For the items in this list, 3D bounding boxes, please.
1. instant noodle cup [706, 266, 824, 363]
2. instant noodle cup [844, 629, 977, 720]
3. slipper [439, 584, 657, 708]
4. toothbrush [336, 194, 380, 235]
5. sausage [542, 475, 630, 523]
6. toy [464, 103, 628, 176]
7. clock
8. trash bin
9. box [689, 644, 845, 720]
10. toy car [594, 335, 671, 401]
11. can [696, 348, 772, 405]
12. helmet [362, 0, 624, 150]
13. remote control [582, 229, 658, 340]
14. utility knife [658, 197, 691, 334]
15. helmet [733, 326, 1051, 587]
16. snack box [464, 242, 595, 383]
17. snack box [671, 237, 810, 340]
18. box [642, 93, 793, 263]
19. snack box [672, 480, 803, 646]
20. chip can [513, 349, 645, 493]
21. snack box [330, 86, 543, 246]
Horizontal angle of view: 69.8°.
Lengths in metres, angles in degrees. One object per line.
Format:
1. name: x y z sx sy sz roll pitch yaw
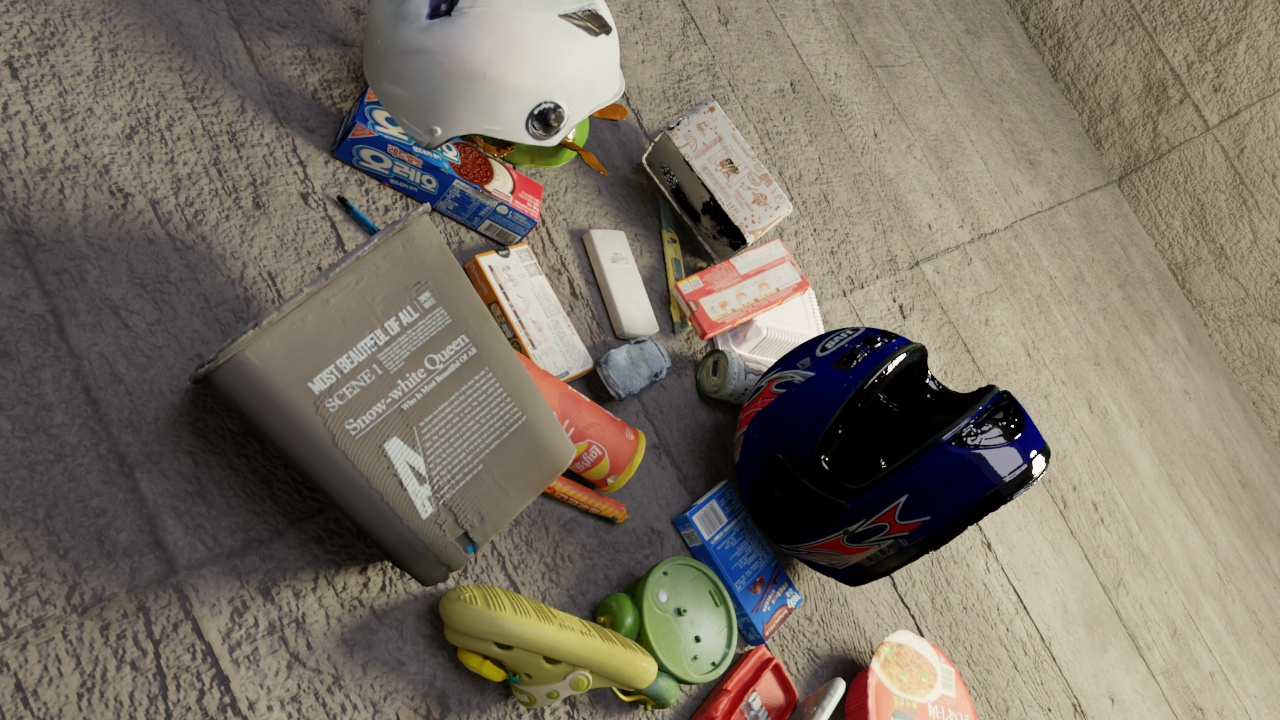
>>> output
1. instant noodle cup: 0.166 -0.057 1.171 0.173 0.061 0.137 9 61 -37
2. instant noodle cup: 0.290 0.400 1.006 0.193 0.066 0.193 20 55 -32
3. slipper: -0.079 0.245 0.747 0.190 0.092 0.081 22 82 -15
4. toothbrush: -0.217 -0.091 0.879 0.189 0.014 0.016 45 43 -11
5. sausage: -0.075 0.122 0.874 0.165 0.022 0.021 28 50 -27
6. toy: -0.122 -0.270 0.986 0.226 0.090 0.246 1 43 -17
7. clock: 0.021 0.254 0.856 0.160 0.056 0.116 -23 82 -47
8. trash bin: -0.184 0.032 0.692 0.198 0.199 0.220 -42 104 -21
9. box: 0.110 0.349 0.848 0.200 0.102 0.095 -34 91 -48
10. toy car: -0.006 0.006 0.982 0.054 0.037 0.120 59 29 2
11. can: 0.139 0.028 1.095 0.146 0.058 0.058 16 56 -35
12. helmet: -0.137 -0.324 0.875 0.258 0.146 0.228 -9 50 -15
13. remote control: -0.023 -0.087 1.047 0.056 0.019 0.135 -5 70 -44
14. utility knife: 0.039 -0.117 1.128 0.031 0.020 0.195 15 52 -39
15. helmet: 0.233 0.082 0.960 0.246 0.316 0.240 -32 80 -35
16. snack box: -0.112 -0.044 0.936 0.075 0.026 0.153 -25 84 -47
17. snack box: 0.121 -0.086 1.098 0.152 0.025 0.075 -25 72 -18
18. box: 0.103 -0.229 1.193 0.179 0.131 0.272 53 14 -3
19. snack box: 0.105 0.214 0.977 0.084 0.026 0.157 -30 87 -47
20. chip can: -0.099 0.043 0.865 0.216 0.073 0.073 35 47 -20
21. snack box: -0.199 -0.190 0.922 0.207 0.057 0.058 26 48 -28
